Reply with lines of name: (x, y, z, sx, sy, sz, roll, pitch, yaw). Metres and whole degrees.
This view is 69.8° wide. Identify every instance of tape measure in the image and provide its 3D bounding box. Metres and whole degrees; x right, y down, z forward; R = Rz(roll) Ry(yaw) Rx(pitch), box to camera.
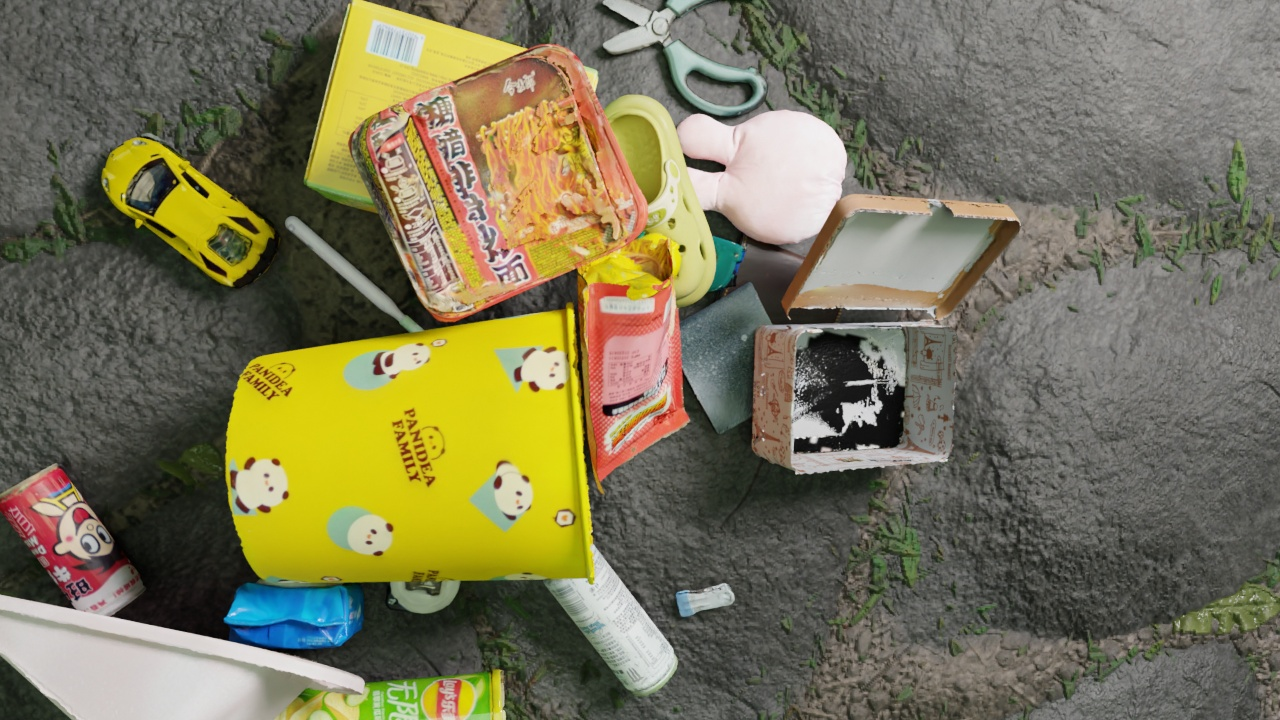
tape measure: (-0.198, 0.197, 0.843, 0.066, 0.033, 0.066, 7, 98, -10)
tape measure: (0.063, -0.090, 0.842, 0.058, 0.025, 0.054, 21, 97, 19)

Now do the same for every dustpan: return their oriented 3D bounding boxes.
dustpan: (-0.365, 0.223, 0.723, 0.273, 0.223, 0.138, 38, 67, 7)

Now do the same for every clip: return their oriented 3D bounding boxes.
clip: (0.063, 0.234, 0.898, 0.057, 0.029, 0.025, -12, 97, -1)

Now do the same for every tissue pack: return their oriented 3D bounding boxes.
tissue pack: (-0.286, 0.209, 0.771, 0.095, 0.157, 0.052, 3, 79, -10)

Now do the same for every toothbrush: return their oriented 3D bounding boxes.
toothbrush: (-0.235, -0.062, 0.811, 0.189, 0.021, 0.029, 41, 121, -10)

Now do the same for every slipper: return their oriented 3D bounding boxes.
slipper: (0.000, -0.133, 0.797, 0.092, 0.081, 0.190, -9, 102, 28)

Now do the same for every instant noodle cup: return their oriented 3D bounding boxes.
instant noodle cup: (-0.105, -0.135, 0.705, 0.189, 0.079, 0.164, -24, 96, -4)

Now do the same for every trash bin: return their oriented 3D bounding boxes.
trash bin: (-0.171, 0.077, 0.744, 0.255, 0.229, 0.229, -5, 98, -3)

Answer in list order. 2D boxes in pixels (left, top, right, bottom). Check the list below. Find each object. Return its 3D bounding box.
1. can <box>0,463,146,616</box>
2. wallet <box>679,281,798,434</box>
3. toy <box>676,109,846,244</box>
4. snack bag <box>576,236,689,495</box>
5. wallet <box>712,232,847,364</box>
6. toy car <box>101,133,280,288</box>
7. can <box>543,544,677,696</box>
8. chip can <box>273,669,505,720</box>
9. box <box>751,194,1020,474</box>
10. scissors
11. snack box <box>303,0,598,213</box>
can: (-0.483, 0.156, 0.780, 0.053, 0.053, 0.133, -31, 101, -4)
wallet: (0.088, 0.000, 0.863, 0.097, 0.019, 0.121, -29, 110, 1)
toy: (0.106, -0.172, 0.835, 0.159, 0.054, 0.121, 12, 92, -2)
snack bag: (-0.005, 0.005, 0.784, 0.128, 0.073, 0.208, -38, 139, -37)
wallet: (0.133, -0.056, 0.872, 0.122, 0.020, 0.096, 19, 98, -12)
toy car: (-0.378, -0.123, 0.769, 0.156, 0.041, 0.071, 40, 89, -10)
can: (-0.027, 0.243, 0.864, 0.058, 0.058, 0.147, -36, 102, -3)
chip can: (-0.234, 0.327, 0.834, 0.221, 0.072, 0.072, -2, 97, -9)
box: (0.207, -0.023, 0.817, 0.178, 0.124, 0.274, -1, 119, -21)
scissors: (0.055, -0.285, 0.830, 0.172, 0.019, 0.179, -25, 101, -7)
snack box: (-0.155, -0.189, 0.772, 0.210, 0.070, 0.157, 14, 91, -8)
